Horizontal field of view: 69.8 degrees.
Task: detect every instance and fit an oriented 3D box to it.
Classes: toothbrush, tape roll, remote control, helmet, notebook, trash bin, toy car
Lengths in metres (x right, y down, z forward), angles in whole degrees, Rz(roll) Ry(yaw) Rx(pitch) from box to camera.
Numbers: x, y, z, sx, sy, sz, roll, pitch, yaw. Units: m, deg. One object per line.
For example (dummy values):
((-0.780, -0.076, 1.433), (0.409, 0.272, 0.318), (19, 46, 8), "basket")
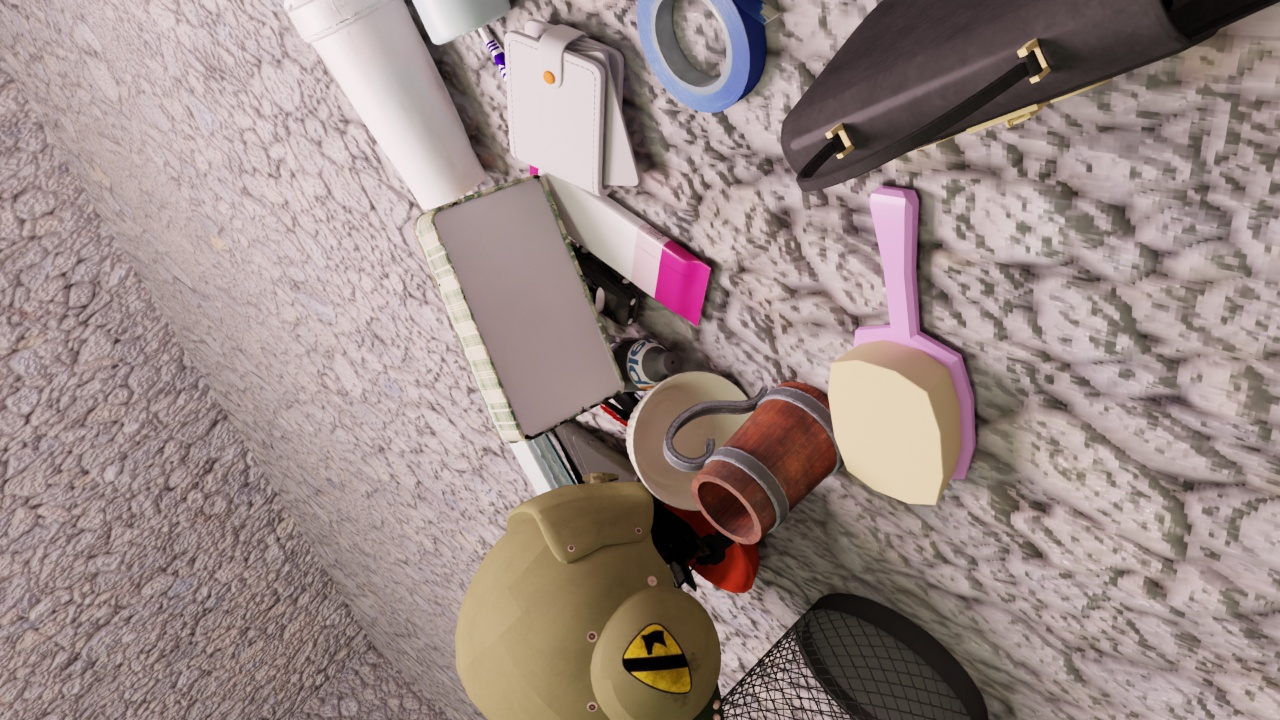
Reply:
((-0.099, -0.222, 0.731), (0.186, 0.016, 0.015), (54, 148, -6), "toothbrush")
((0.037, -0.202, 0.571), (0.091, 0.016, 0.093), (43, 149, 13), "tape roll")
((-0.024, 0.030, 0.913), (0.124, 0.011, 0.028), (44, 149, 11), "remote control")
((-0.030, 0.214, 0.785), (0.233, 0.255, 0.251), (43, 156, -2), "helmet")
((-0.022, 0.154, 0.993), (0.209, 0.029, 0.169), (29, 144, 60), "notebook")
((0.164, 0.354, 0.809), (0.218, 0.226, 0.218), (34, 146, 26), "trash bin")
((-0.041, -0.066, 0.804), (0.092, 0.037, 0.040), (38, 148, 20), "toy car")

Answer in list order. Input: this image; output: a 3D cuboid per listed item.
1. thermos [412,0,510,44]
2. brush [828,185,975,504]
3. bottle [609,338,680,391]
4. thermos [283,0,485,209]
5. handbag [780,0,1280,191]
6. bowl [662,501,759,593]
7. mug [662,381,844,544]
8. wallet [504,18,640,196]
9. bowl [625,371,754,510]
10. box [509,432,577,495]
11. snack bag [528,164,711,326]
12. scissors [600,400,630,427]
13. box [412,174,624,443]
((-0.164, -0.334, 0.644), (0.078, 0.065, 0.207), (2, 126, 45), "thermos")
((0.165, -0.002, 0.596), (0.089, 0.043, 0.229), (20, 139, 41), "brush")
((-0.005, 0.005, 0.826), (0.113, 0.046, 0.047), (-4, 121, 55), "bottle")
((-0.218, -0.241, 0.793), (0.099, 0.099, 0.220), (10, 135, 48), "thermos")
((0.133, -0.117, 0.359), (0.176, 0.195, 0.072), (-10, 115, 57), "handbag")
((0.075, 0.175, 0.920), (0.122, 0.035, 0.122), (34, 146, 26), "bowl")
((0.086, 0.069, 0.711), (0.117, 0.110, 0.082), (39, 148, 19), "mug")
((-0.045, -0.181, 0.676), (0.115, 0.037, 0.119), (28, 140, 21), "wallet")
((0.038, 0.067, 0.786), (0.115, 0.115, 0.062), (56, 164, -10), "bowl")
((-0.101, 0.136, 1.056), (0.199, 0.067, 0.083), (61, -178, 1), "box")
((-0.022, -0.104, 0.758), (0.196, 0.016, 0.070), (37, 145, 22), "snack bag")
((0.038, 0.098, 0.888), (0.198, 0.015, 0.180), (37, 160, -2), "scissors")
((-0.099, -0.043, 0.767), (0.050, 0.117, 0.205), (-5, 110, 56), "box")
